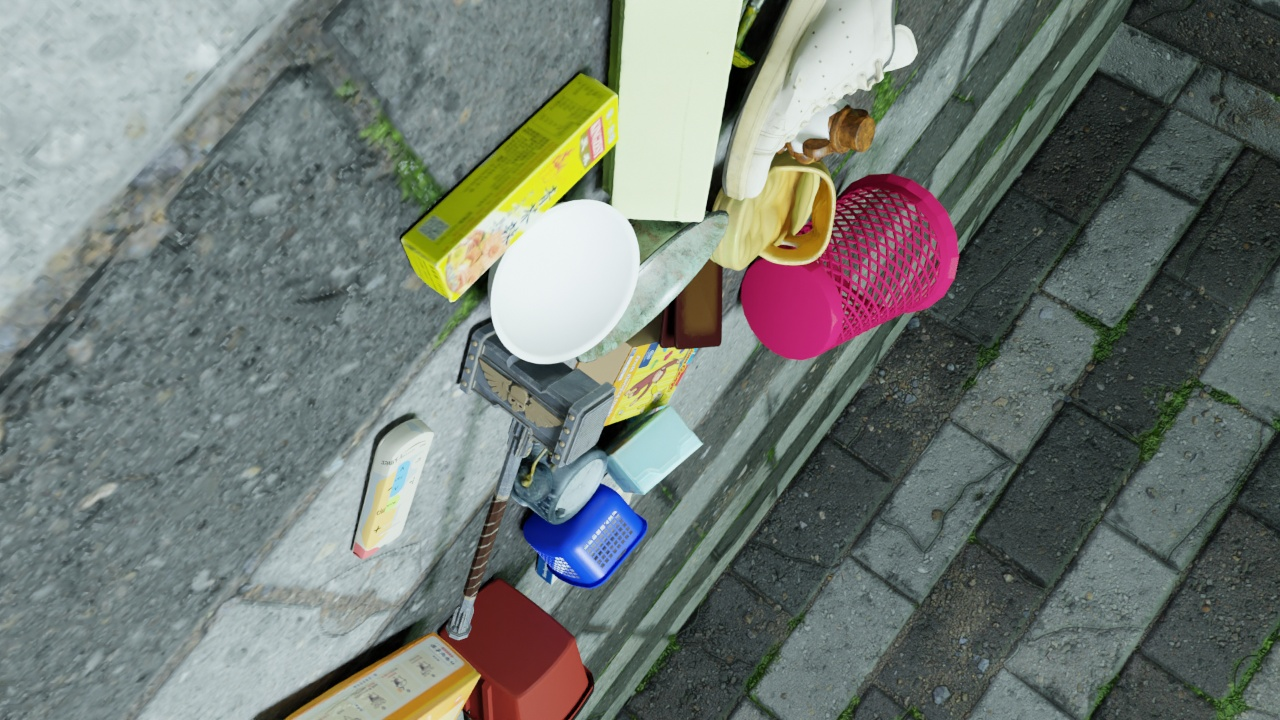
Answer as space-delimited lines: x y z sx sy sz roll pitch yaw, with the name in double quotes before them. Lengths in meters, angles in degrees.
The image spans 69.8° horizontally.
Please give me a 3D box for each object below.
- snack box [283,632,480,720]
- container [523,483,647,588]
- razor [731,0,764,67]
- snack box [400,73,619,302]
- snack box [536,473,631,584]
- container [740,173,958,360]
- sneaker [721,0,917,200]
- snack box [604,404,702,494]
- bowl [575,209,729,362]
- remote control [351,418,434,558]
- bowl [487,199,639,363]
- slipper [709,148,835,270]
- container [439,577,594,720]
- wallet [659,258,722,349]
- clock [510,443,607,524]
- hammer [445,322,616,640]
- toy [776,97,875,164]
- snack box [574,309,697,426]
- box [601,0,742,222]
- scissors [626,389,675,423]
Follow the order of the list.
"snack box" -0.246 0.330 0.770 0.145 0.080 0.194 -61 161 20
"container" -0.059 0.165 0.907 0.096 0.058 0.114 -47 -156 -22
"razor" 0.084 -0.257 0.632 0.106 0.026 0.042 -63 159 15
"snack box" -0.069 -0.098 0.516 0.147 0.029 0.040 -48 162 -19
"snack box" -0.061 0.186 1.069 0.149 0.026 0.082 -43 160 -34
"container" 0.239 -0.102 1.093 0.225 0.183 0.184 -30 151 -37
"sneaker" 0.143 -0.222 0.679 0.088 0.102 0.242 -70 -174 -70
"snack box" 0.005 0.092 0.924 0.075 0.053 0.175 -41 180 -11
"bowl" -0.002 -0.066 0.693 0.157 0.038 0.157 -42 170 -9
"remote control" -0.170 0.089 0.625 0.038 0.018 0.126 -33 154 -49
"bowl" -0.057 -0.056 0.585 0.109 0.040 0.110 -23 130 -30
"slipper" 0.141 -0.141 0.861 0.262 0.078 0.100 -34 135 -57
"container" -0.134 0.340 0.969 0.126 0.148 0.201 -41 149 -33
"wallet" 0.047 -0.069 0.807 0.091 0.018 0.115 -6 101 -58
"clock" -0.076 0.098 0.833 0.090 0.052 0.129 -49 157 -17
"hammer" -0.111 0.118 0.695 0.044 0.098 0.323 -34 153 -48
"toy" 0.137 -0.190 0.756 0.087 0.113 0.067 -39 135 -29
"snack box" -0.005 0.005 0.832 0.125 0.040 0.088 -14 137 -55
"box" 0.012 -0.167 0.562 0.077 0.089 0.188 -14 149 -15
"scissors" 0.021 0.023 1.009 0.125 0.015 0.136 -41 152 -39
